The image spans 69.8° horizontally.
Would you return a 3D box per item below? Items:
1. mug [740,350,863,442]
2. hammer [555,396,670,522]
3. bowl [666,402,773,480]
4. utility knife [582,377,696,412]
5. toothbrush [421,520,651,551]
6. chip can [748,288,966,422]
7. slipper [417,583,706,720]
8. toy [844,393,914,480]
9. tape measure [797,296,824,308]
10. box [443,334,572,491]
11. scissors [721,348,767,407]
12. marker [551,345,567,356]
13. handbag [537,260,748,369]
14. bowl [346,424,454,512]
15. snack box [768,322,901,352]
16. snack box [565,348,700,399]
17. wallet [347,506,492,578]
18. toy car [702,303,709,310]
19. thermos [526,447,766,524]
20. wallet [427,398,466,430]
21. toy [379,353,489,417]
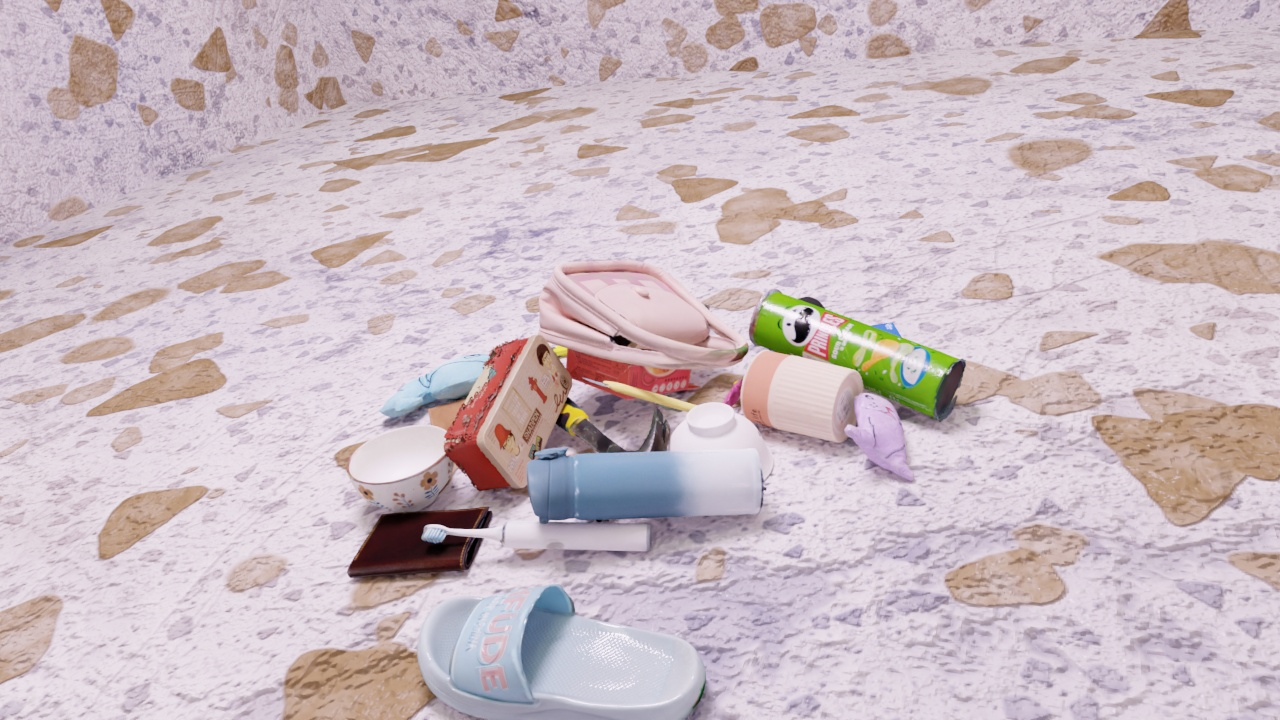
[{"bbox_3d":[0.182,0.039,0.994,0.106,0.081,0.114,13,6,35],"label":"mug"},{"bbox_3d":[-0.073,0.068,1.041,0.126,0.032,0.323,-41,31,-11],"label":"hammer"},{"bbox_3d":[0.076,0.083,0.950,0.118,0.065,0.118,-8,26,4],"label":"bowl"},{"bbox_3d":[0.016,0.040,1.010,0.173,0.019,0.031,22,1,-25],"label":"utility knife"},{"bbox_3d":[-0.100,0.165,0.870,0.221,0.027,0.026,0,35,7],"label":"toothbrush"},{"bbox_3d":[0.236,-0.009,1.020,0.236,0.072,0.072,25,43,33],"label":"chip can"},{"bbox_3d":[-0.070,0.226,0.716,0.246,0.074,0.103,3,31,21],"label":"slipper"},{"bbox_3d":[0.239,0.069,0.928,0.084,0.039,0.107,37,30,-7],"label":"toy"},{"bbox_3d":[0.208,-0.051,1.168,0.039,0.057,0.058,-25,14,-32],"label":"tape measure"},{"bbox_3d":[-0.151,0.056,1.011,0.079,0.091,0.167,-11,39,31],"label":"box"},{"bbox_3d":[0.133,0.011,1.076,0.096,0.017,0.136,-46,1,41],"label":"scissors"},{"bbox_3d":[-0.132,-0.007,1.252,0.124,0.015,0.018,-15,27,-2],"label":"marker"},{"bbox_3d":[0.017,-0.039,1.056,0.234,0.093,0.192,27,22,36],"label":"handbag"},{"bbox_3d":[-0.253,0.124,0.989,0.113,0.062,0.113,-7,27,3],"label":"bowl"},{"bbox_3d":[0.239,-0.006,1.103,0.157,0.026,0.084,-9,28,3],"label":"snack box"},{"bbox_3d":[-0.007,0.006,1.103,0.113,0.044,0.126,18,18,42],"label":"snack box"},{"bbox_3d":[-0.219,0.180,0.918,0.122,0.020,0.096,-5,25,10],"label":"wallet"},{"bbox_3d":[0.049,-0.055,1.257,0.054,0.037,0.120,7,22,32],"label":"toy car"},{"bbox_3d":[0.004,0.116,0.866,0.220,0.070,0.070,0,27,-6],"label":"thermos"},{"bbox_3d":[-0.203,0.076,1.112,0.101,0.020,0.115,-16,30,-10],"label":"wallet"},{"bbox_3d":[-0.245,0.028,1.179,0.156,0.050,0.161,-13,14,22],"label":"toy"}]
